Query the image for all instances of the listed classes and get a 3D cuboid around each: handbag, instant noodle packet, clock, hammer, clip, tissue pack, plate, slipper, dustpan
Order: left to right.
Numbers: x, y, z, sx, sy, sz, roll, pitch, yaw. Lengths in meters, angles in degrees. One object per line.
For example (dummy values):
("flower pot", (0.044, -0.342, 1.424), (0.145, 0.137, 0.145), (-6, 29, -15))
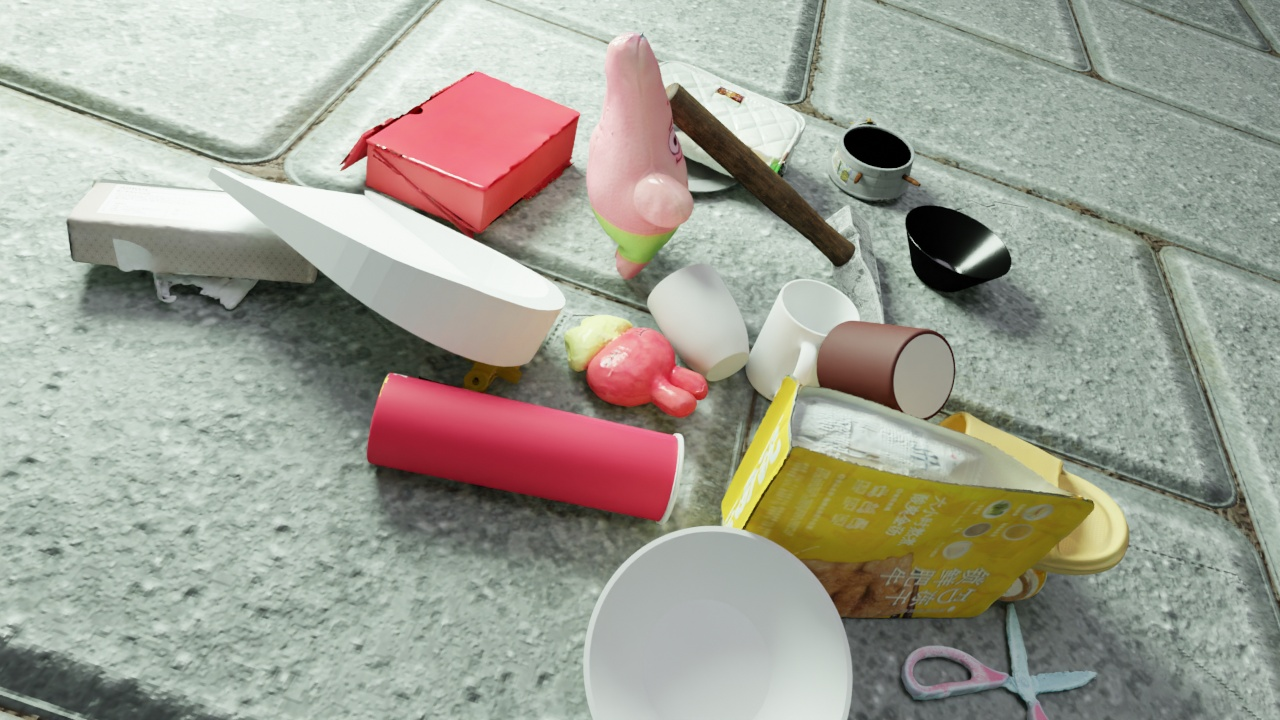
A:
("tissue pack", (-0.356, -0.096, 0.749), (0.181, 0.071, 0.103), (6, 30, -19))
("dustpan", (-0.181, -0.093, 0.745), (0.258, 0.053, 0.191), (37, 16, 15))
("clip", (-0.127, 0.007, 0.755), (0.054, 0.046, 0.048), (26, 10, 5))
("plate", (0.037, -0.248, 1.074), (0.178, 0.012, 0.178), (10, 44, -10))
("plate", (0.048, 0.197, 0.593), (0.174, 0.036, 0.173), (4, 68, -10))
("handbag", (0.088, -0.275, 1.055), (0.195, 0.073, 0.138), (25, 44, 6))
("hammer", (0.129, -0.143, 0.891), (0.300, 0.037, 0.217), (36, 37, -25))
("clock", (0.284, -0.254, 1.137), (0.104, 0.056, 0.147), (1, 51, -7))
("instant noodle packet", (0.178, 0.116, 0.655), (0.221, 0.163, 0.084), (16, 42, -5))
("slipper", (0.240, 0.084, 0.716), (0.264, 0.078, 0.099), (12, 35, 23))

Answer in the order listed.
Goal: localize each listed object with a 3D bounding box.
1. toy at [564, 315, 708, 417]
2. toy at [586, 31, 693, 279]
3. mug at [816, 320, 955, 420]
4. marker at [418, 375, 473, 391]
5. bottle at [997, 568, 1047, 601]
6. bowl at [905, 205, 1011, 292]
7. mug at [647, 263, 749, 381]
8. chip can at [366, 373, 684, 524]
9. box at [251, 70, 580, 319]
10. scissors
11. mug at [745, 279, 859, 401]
("toy", (-0.005, 0.005, 0.783), (0.135, 0.045, 0.091), (33, 46, 21))
("toy", (-0.003, -0.188, 0.836), (0.096, 0.237, 0.191), (-11, 49, -9))
("mug", (0.188, 0.020, 0.738), (0.073, 0.083, 0.105), (46, 74, -28))
("marker", (-0.107, 0.038, 0.733), (0.146, 0.017, 0.017), (14, 44, -6))
("bottle", (0.301, 0.141, 0.746), (0.063, 0.063, 0.108), (29, 45, 9))
("bowl", (0.341, -0.113, 1.021), (0.124, 0.053, 0.123), (10, 44, -10))
("mug", (0.068, -0.028, 0.837), (0.107, 0.071, 0.089), (9, 46, -53))
("chip can", (-0.083, 0.065, 0.677), (0.220, 0.069, 0.069), (13, 44, -7))
("box", (-0.248, -0.169, 0.996), (0.148, 0.376, 0.212), (51, 38, -13))
("scissors", (0.265, 0.244, 0.668), (0.175, 0.013, 0.170), (18, 44, -3))
("mug", (0.139, -0.003, 0.810), (0.074, 0.091, 0.110), (20, 43, 0))
